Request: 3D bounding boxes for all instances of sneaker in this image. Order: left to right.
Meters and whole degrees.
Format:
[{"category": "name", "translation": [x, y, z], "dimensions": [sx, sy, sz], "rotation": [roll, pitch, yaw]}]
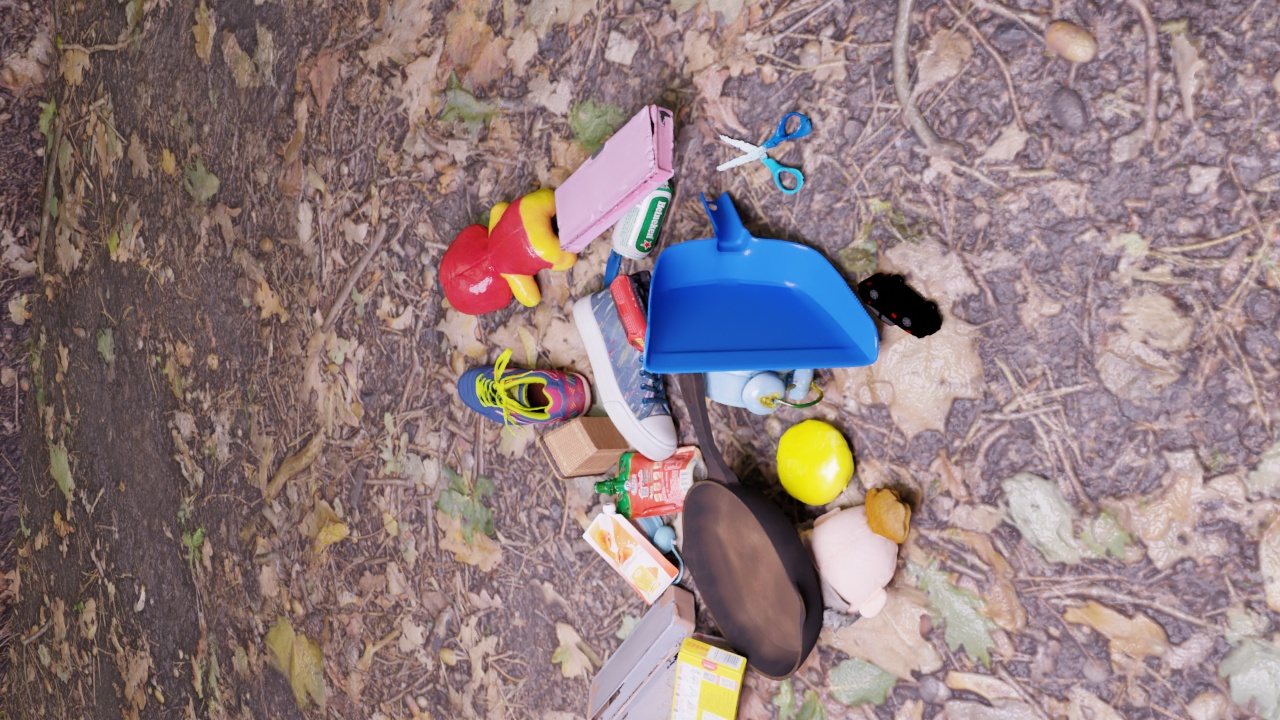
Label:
[{"category": "sneaker", "translation": [-0.182, 0.040, 1.254], "dimensions": [0.242, 0.090, 0.116], "rotation": [0, 96, 38]}, {"category": "sneaker", "translation": [-0.007, 0.007, 1.123], "dimensions": [0.079, 0.087, 0.235], "rotation": [-35, 69, 27]}]

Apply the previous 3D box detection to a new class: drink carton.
[{"category": "drink carton", "translation": [-0.014, 0.236, 1.127], "dimensions": [0.122, 0.038, 0.069], "rotation": [43, 118, 14]}]

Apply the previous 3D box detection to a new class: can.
[{"category": "can", "translation": [0.002, -0.177, 1.117], "dimensions": [0.053, 0.053, 0.101], "rotation": [32, 112, 31]}]

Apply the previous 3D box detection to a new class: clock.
[{"category": "clock", "translation": [0.008, 0.233, 1.161], "dimensions": [0.123, 0.041, 0.088], "rotation": [43, 118, 21]}, {"category": "clock", "translation": [0.125, 0.010, 1.001], "dimensions": [0.162, 0.117, 0.060], "rotation": [27, 121, 40]}]

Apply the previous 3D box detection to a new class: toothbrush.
[{"category": "toothbrush", "translation": [-0.026, -0.147, 1.165], "dimensions": [0.021, 0.016, 0.132], "rotation": [31, 112, 36]}]

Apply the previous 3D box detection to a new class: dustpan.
[{"category": "dustpan", "translation": [0.103, -0.095, 0.992], "dimensions": [0.257, 0.245, 0.060], "rotation": [-105, 18, -48]}]

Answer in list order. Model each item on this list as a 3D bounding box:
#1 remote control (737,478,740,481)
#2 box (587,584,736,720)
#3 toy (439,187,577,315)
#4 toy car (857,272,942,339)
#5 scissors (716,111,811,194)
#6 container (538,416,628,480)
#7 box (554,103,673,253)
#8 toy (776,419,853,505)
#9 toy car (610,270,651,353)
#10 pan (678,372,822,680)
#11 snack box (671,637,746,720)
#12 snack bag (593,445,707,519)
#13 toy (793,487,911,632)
[{"category": "remote control", "translation": [0.124, 0.185, 1.081], "dimensions": [0.039, 0.010, 0.124], "rotation": [-42, 69, 32]}, {"category": "box", "translation": [0.015, 0.384, 1.153], "dimensions": [0.217, 0.094, 0.107], "rotation": [-56, 40, 26]}, {"category": "toy", "translation": [-0.191, -0.140, 1.247], "dimensions": [0.217, 0.098, 0.147], "rotation": [-27, 70, 31]}, {"category": "toy car", "translation": [0.263, -0.053, 0.935], "dimensions": [0.091, 0.042, 0.036], "rotation": [46, 144, 25]}, {"category": "scissors", "translation": [0.139, -0.245, 1.034], "dimensions": [0.133, 0.015, 0.104], "rotation": [32, 116, 36]}, {"category": "container", "translation": [-0.068, 0.109, 1.166], "dimensions": [0.061, 0.113, 0.063], "rotation": [-38, 71, 20]}, {"category": "box", "translation": [-0.038, -0.211, 1.095], "dimensions": [0.233, 0.046, 0.098], "rotation": [-26, 57, 55]}, {"category": "toy", "translation": [0.189, 0.112, 1.006], "dimensions": [0.094, 0.041, 0.096], "rotation": [46, 120, 31]}, {"category": "toy car", "translation": [0.013, -0.045, 1.045], "dimensions": [0.056, 0.189, 0.081], "rotation": [-22, 77, 12]}, {"category": "pan", "translation": [0.107, 0.172, 1.003], "dimensions": [0.249, 0.043, 0.356], "rotation": [0, 106, 65]}, {"category": "snack box", "translation": [0.078, 0.393, 1.078], "dimensions": [0.075, 0.025, 0.152], "rotation": [15, 127, 16]}, {"category": "snack bag", "translation": [0.008, 0.152, 1.135], "dimensions": [0.155, 0.044, 0.087], "rotation": [-11, 65, 31]}, {"category": "toy", "translation": [0.224, 0.201, 0.966], "dimensions": [0.176, 0.076, 0.132], "rotation": [-53, 51, 31]}]
